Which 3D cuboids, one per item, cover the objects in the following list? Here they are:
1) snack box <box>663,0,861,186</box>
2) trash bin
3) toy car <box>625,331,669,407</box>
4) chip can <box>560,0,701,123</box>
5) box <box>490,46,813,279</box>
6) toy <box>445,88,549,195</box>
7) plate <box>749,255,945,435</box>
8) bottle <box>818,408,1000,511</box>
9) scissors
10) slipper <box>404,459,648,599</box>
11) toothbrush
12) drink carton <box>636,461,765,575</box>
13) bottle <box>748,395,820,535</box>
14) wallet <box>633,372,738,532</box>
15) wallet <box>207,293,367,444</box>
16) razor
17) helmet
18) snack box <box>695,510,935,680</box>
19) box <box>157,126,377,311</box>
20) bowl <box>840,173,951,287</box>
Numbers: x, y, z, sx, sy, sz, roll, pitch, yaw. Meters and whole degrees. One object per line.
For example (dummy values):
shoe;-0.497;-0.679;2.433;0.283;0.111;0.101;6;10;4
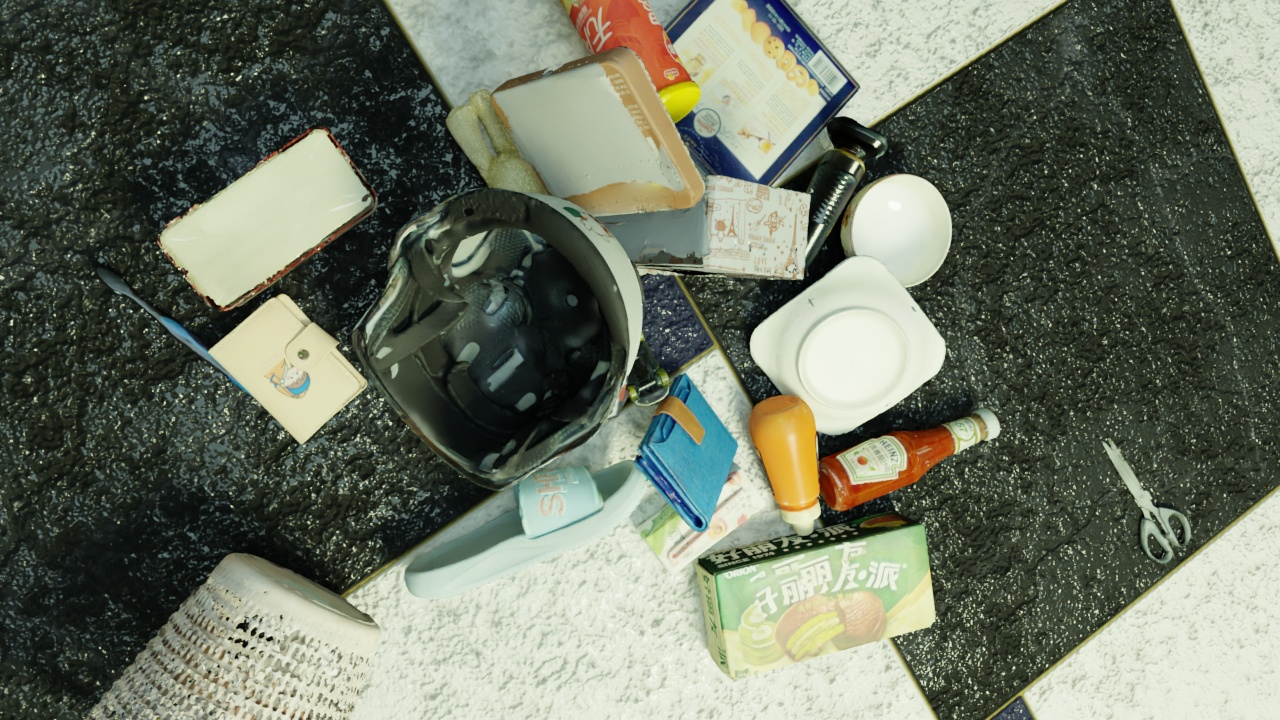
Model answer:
snack box;0.093;-0.265;0.894;0.178;0.046;0.182;44;84;-14
trash bin;-0.329;0.278;0.766;0.227;0.228;0.191;33;74;-15
toy car;-0.005;0.005;0.882;0.042;0.035;0.090;-27;67;-7
chip can;-0.026;-0.308;0.814;0.073;0.073;0.216;-26;82;-11
box;0.006;-0.142;0.780;0.273;0.179;0.126;32;74;-39
toy;-0.117;-0.171;0.838;0.105;0.066;0.157;-41;112;-25
plate;0.211;-0.006;0.924;0.164;0.034;0.163;-38;108;17
bottle;0.286;0.099;0.973;0.206;0.060;0.060;-19;100;-12
scissors;0.601;0.158;1.089;0.135;0.014;0.175;-4;94;-13
slipper;-0.110;0.145;0.857;0.245;0.104;0.074;-24;99;-5
toothbrush;-0.397;-0.018;0.810;0.189;0.016;0.014;43;75;-17
drink carton;0.062;0.158;0.928;0.122;0.045;0.053;-35;104;-8
bottle;0.155;0.112;0.943;0.066;0.067;0.149;-18;107;-12
wallet;0.048;0.085;0.881;0.040;0.132;0.106;-28;107;30
wallet;-0.312;0.005;0.826;0.087;0.024;0.115;-44;104;-14
razor;0.182;-0.157;0.914;0.062;0.067;0.168;26;108;2
helmet;-0.099;-0.033;0.788;0.230;0.156;0.275;43;121;3
snack box;0.184;0.241;0.959;0.240;0.063;0.114;-10;97;-13
box;-0.316;-0.122;0.784;0.168;0.079;0.091;-38;104;-9
bowl;0.253;-0.132;0.941;0.113;0.062;0.113;-2;97;-15
